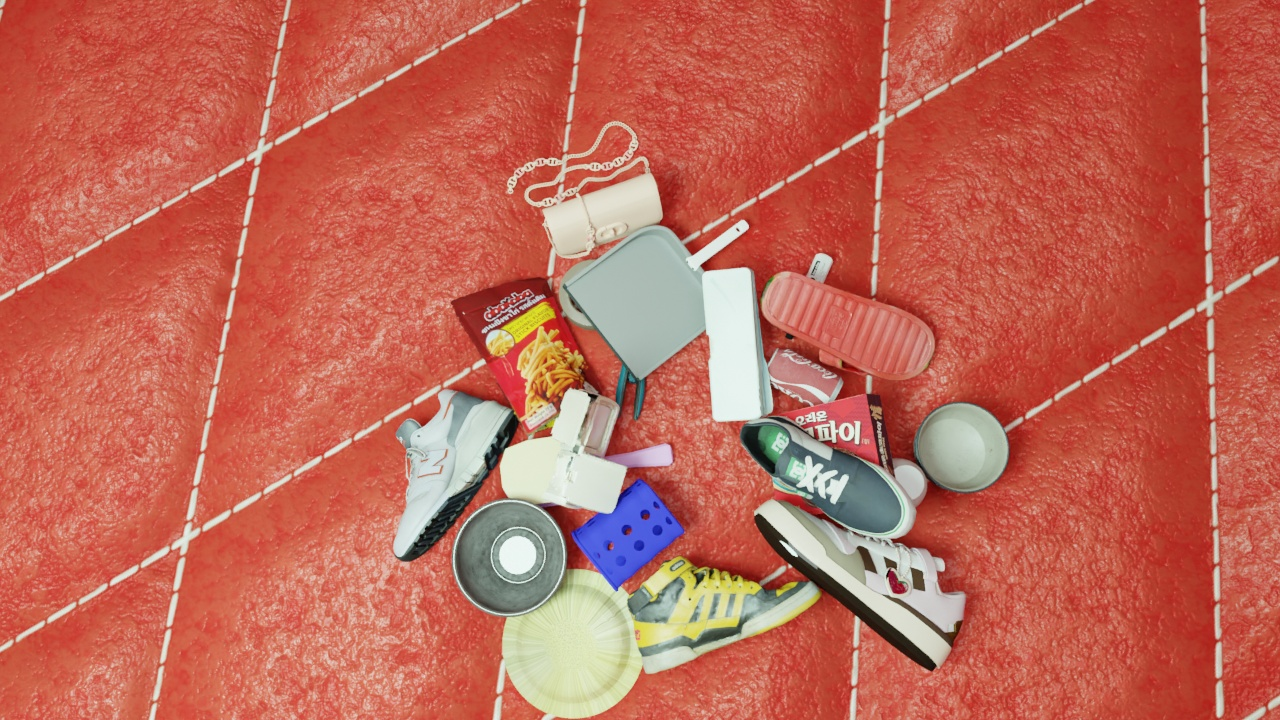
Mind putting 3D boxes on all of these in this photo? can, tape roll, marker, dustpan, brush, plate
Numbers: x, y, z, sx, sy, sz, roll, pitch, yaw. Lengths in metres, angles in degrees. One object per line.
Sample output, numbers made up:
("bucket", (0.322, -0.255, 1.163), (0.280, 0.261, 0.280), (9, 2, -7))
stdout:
("can", (0.214, 0.025, 1.211), (0.096, 0.054, 0.054), (29, 81, 8))
("tape roll", (-0.064, -0.089, 1.258), (0.094, 0.030, 0.093), (-1, 78, 2))
("marker", (0.226, -0.086, 1.248), (0.025, 0.025, 0.125), (24, 81, 7))
("dustpan", (0.046, -0.112, 1.242), (0.257, 0.033, 0.163), (-38, 89, -18))
("brush", (-0.071, 0.138, 1.206), (0.229, 0.043, 0.089), (-9, 78, 1))
("plate", (-0.087, 0.360, 1.165), (0.184, 0.036, 0.184), (-1, 78, 2))

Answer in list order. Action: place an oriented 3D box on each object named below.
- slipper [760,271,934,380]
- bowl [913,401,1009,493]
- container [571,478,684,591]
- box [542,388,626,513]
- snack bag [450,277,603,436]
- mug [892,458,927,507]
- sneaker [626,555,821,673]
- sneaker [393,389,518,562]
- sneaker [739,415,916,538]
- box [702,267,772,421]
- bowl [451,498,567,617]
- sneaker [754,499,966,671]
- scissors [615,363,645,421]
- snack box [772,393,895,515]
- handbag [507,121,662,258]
("slipper", (0.269, -0.042, 1.220), (0.248, 0.059, 0.103), (20, 83, -8))
("bowl", (0.406, 0.115, 1.181), (0.115, 0.059, 0.115), (-1, 78, 2))
("container", (-0.016, 0.217, 1.161), (0.113, 0.085, 0.084), (-39, 96, -7))
("box", (-0.064, 0.109, 1.089), (0.081, 0.181, 0.143), (16, 85, 17))
("snack bag", (-0.148, -0.011, 1.228), (0.138, 0.067, 0.208), (-24, 75, -24))
("mug", (0.317, 0.173, 1.158), (0.071, 0.089, 0.107), (28, 81, 8))
("sneaker", (0.095, 0.291, 1.144), (0.238, 0.086, 0.122), (-23, 82, 1))
("sneaker", (-0.272, 0.136, 1.201), (0.124, 0.089, 0.239), (34, 73, 13))
("sneaker", (0.213, 0.138, 1.094), (0.235, 0.079, 0.084), (33, 107, 39))
("box", (0.123, -0.020, 1.190), (0.072, 0.086, 0.199), (-7, 91, -39))
("bowl", (-0.162, 0.250, 1.173), (0.145, 0.067, 0.145), (-1, 81, 3))
("sneaker", (0.278, 0.245, 1.119), (0.294, 0.112, 0.116), (38, 80, 0))
("scissors", (-0.003, 0.011, 1.242), (0.130, 0.019, 0.135), (-37, 87, -13))
("snack box", (0.236, 0.123, 1.153), (0.152, 0.035, 0.132), (-18, 75, 40))
("handbag", (-0.080, -0.245, 1.247), (0.199, 0.117, 0.187), (-20, 78, -1))
